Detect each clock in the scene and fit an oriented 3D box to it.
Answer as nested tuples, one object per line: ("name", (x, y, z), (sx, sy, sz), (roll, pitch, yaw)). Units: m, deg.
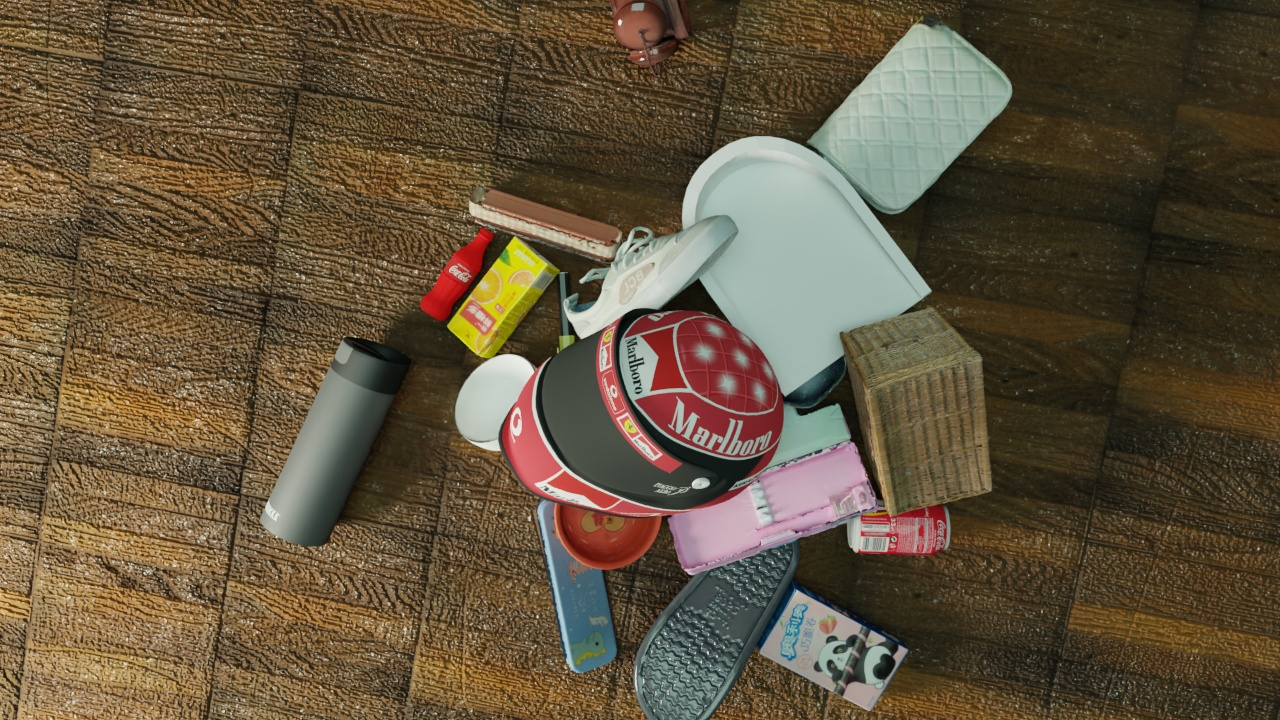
("clock", (0.009, -0.391, 1.004), (0.072, 0.120, 0.157), (-11, 84, 13))

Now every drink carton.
("drink carton", (-0.160, -0.072, 1.070), (0.058, 0.043, 0.134), (40, 96, 17))

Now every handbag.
("handbag", (0.296, -0.264, 1.012), (0.139, 0.072, 0.195), (45, 96, 9))

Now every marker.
("marker", (-0.089, -0.041, 1.082), (0.021, 0.017, 0.124), (-3, 92, 4))

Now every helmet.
("helmet", (0.023, 0.051, 0.946), (0.225, 0.270, 0.197), (-42, 47, 42))

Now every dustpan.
("dustpan", (0.159, -0.123, 1.006), (0.191, 0.053, 0.257), (-37, 75, 7))

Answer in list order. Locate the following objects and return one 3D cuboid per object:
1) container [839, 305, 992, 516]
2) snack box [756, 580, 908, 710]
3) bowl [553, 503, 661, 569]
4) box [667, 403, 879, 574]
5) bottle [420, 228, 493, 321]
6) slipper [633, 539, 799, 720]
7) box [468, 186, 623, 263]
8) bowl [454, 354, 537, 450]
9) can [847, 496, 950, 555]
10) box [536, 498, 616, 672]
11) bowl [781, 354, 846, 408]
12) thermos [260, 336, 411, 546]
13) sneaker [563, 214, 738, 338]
("container", (0.290, 0.052, 0.971), (0.114, 0.112, 0.199), (-17, 126, 4))
("snack box", (0.220, 0.330, 1.061), (0.154, 0.033, 0.088), (29, 95, -6))
("bowl", (-0.043, 0.174, 1.064), (0.130, 0.045, 0.130), (2, 85, -21))
("box", (0.136, 0.134, 1.048), (0.230, 0.035, 0.159), (-21, 65, 10))
("bottle", (-0.212, -0.103, 1.079), (0.036, 0.036, 0.119), (36, 95, 2))
("slipper", (0.087, 0.301, 1.065), (0.111, 0.083, 0.267), (33, 78, 12))
("box", (-0.110, -0.157, 1.074), (0.188, 0.064, 0.056), (20, 59, 6))
("bowl", (-0.151, 0.055, 1.059), (0.114, 0.063, 0.113), (-16, 55, 23))
("can", (0.291, 0.188, 1.041), (0.105, 0.064, 0.064), (1, 93, 5))
("box", (-0.075, 0.261, 1.080), (0.068, 0.059, 0.210), (-10, 93, 2))
("bowl", (0.178, 0.001, 1.039), (0.110, 0.055, 0.110), (-2, 81, 15))
("thermos", (-0.358, 0.093, 1.080), (0.082, 0.082, 0.240), (26, 95, 3))
("sneaker", (0.000, -0.094, 0.999), (0.091, 0.089, 0.243), (51, 128, 1))
